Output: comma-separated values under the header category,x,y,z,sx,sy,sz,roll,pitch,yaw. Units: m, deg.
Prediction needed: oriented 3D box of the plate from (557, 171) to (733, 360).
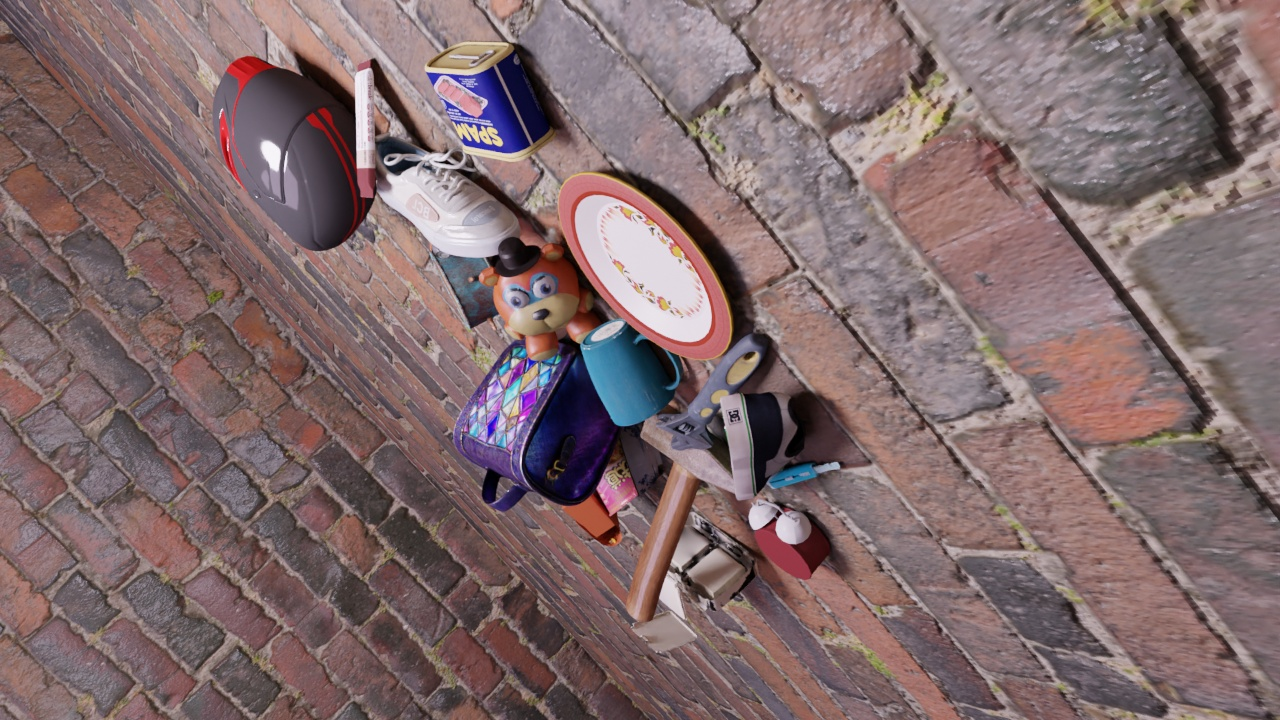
category,x,y,z,sx,sy,sz,roll,pitch,yaw
plate,0.007,-0.094,0.913,0.230,0.021,0.230,38,156,19

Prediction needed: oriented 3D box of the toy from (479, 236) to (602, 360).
category,x,y,z,sx,sy,sz,roll,pitch,yaw
toy,-0.117,-0.074,1.065,0.096,0.112,0.176,-102,-13,-53

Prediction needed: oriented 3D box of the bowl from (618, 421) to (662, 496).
category,x,y,z,sx,sy,sz,roll,pitch,yaw
bowl,0.001,0.122,1.231,0.114,0.045,0.114,159,93,-88

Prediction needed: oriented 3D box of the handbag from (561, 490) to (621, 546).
category,x,y,z,sx,sy,sz,roll,pitch,yaw
handbag,-0.081,0.199,1.406,0.109,0.060,0.171,49,-168,-28

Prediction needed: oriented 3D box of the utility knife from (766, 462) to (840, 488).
category,x,y,z,sx,sy,sz,roll,pitch,yaw
utility knife,0.174,0.120,0.995,0.022,0.015,0.152,48,155,-2

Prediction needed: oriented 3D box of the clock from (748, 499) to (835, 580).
category,x,y,z,sx,sy,sz,roll,pitch,yaw
clock,0.178,0.212,1.100,0.087,0.044,0.124,12,140,54

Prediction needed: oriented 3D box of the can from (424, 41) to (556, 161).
category,x,y,z,sx,sy,sz,roll,pitch,yaw
can,-0.145,-0.248,0.875,0.116,0.056,0.092,22,146,45

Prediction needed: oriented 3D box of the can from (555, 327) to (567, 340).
category,x,y,z,sx,sy,sz,roll,pitch,yaw
can,-0.135,-0.053,1.218,0.095,0.032,0.032,23,149,44

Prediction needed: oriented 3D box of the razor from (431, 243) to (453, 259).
category,x,y,z,sx,sy,sz,roll,pitch,yaw
razor,-0.260,-0.178,1.175,0.054,0.067,0.151,24,-168,-43

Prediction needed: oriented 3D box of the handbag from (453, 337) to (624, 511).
category,x,y,z,sx,sy,sz,roll,pitch,yaw
handbag,-0.138,0.093,1.197,0.125,0.221,0.205,36,166,-32

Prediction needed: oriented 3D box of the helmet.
category,x,y,z,sx,sy,sz,roll,pitch,yaw
helmet,-0.443,-0.266,1.228,0.170,0.163,0.265,20,137,27

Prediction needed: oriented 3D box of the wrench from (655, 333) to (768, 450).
category,x,y,z,sx,sy,sz,roll,pitch,yaw
wrench,0.076,0.043,0.975,0.073,0.022,0.274,15,150,-10

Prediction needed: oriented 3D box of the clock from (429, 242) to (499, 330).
category,x,y,z,sx,sy,sz,roll,pitch,yaw
clock,-0.228,-0.118,1.222,0.157,0.073,0.121,51,165,42

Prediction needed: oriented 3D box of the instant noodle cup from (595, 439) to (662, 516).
category,x,y,z,sx,sy,sz,roll,pitch,yaw
instant noodle cup,-0.039,0.154,1.333,0.108,0.097,0.098,51,158,7

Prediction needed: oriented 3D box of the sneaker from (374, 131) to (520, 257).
category,x,y,z,sx,sy,sz,roll,pitch,yaw
sneaker,-0.239,-0.201,1.077,0.242,0.089,0.091,32,149,32

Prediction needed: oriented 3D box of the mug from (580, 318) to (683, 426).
category,x,y,z,sx,sy,sz,roll,pitch,yaw
mug,-0.006,0.006,1.050,0.112,0.084,0.104,-15,114,33

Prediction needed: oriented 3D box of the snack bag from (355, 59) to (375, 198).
category,x,y,z,sx,sy,sz,roll,pitch,yaw
snack bag,-0.328,-0.275,1.097,0.057,0.013,0.158,17,108,56

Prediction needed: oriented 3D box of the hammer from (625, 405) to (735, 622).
category,x,y,z,sx,sy,sz,roll,pitch,yaw
hammer,0.039,0.220,1.170,0.158,0.037,0.301,34,122,28

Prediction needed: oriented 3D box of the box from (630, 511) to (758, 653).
category,x,y,z,sx,sy,sz,roll,pitch,yaw
box,0.061,0.336,1.308,0.143,0.192,0.106,33,150,44

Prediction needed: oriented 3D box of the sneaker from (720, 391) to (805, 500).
category,x,y,z,sx,sy,sz,roll,pitch,yaw
sneaker,0.130,0.089,0.953,0.235,0.079,0.084,70,-170,-69
